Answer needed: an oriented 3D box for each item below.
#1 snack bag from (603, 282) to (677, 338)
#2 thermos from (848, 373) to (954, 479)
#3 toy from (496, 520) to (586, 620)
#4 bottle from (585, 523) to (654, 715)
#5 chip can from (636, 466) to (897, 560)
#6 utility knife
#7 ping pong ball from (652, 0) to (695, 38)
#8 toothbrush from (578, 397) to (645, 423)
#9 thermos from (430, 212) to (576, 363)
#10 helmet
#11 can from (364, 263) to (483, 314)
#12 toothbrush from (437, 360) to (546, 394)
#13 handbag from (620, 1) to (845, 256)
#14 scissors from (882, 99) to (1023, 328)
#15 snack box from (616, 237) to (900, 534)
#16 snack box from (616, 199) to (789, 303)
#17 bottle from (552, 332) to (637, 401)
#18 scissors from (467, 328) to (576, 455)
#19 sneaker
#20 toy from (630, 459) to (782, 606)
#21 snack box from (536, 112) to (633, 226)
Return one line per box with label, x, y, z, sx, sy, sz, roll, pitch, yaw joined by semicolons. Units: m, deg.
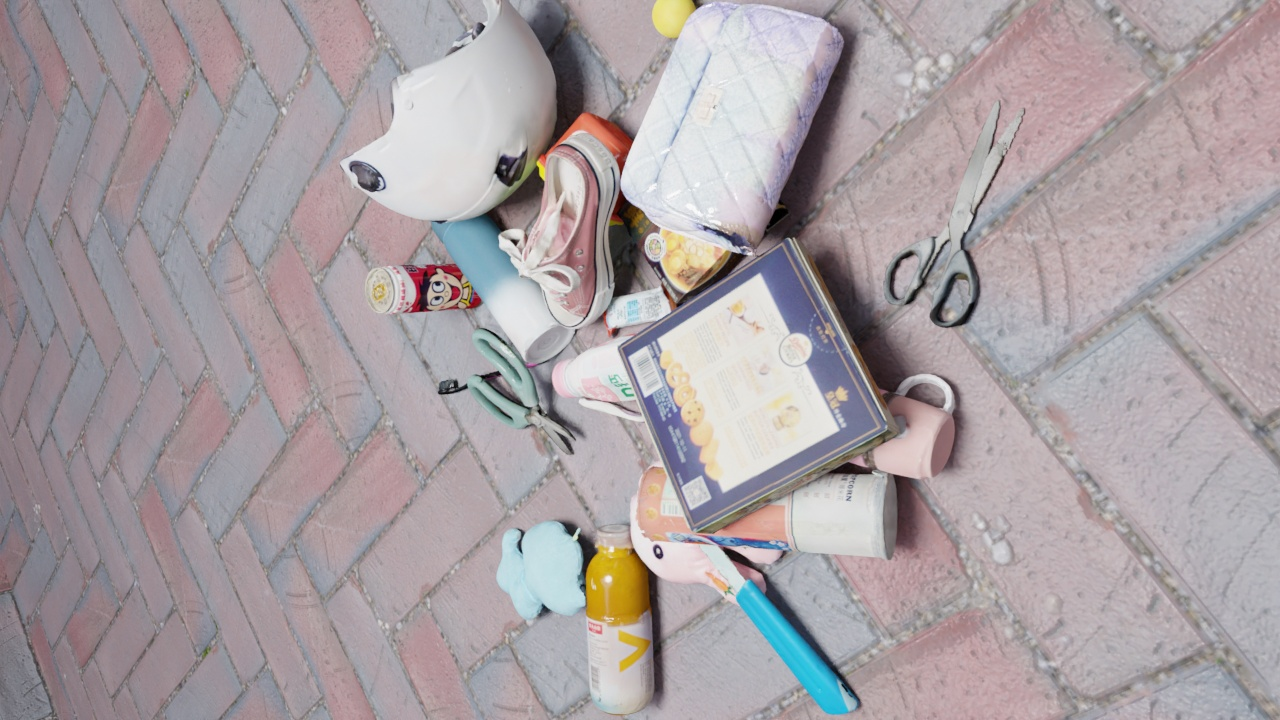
snack bag;-0.003;-0.051;0.912;0.104;0.026;0.048;-14;90;39
thermos;0.162;0.037;0.773;0.199;0.067;0.087;14;76;37
toy;-0.108;0.231;1.020;0.161;0.049;0.157;49;128;39
bottle;-0.022;0.264;0.945;0.068;0.067;0.189;2;97;38
chip can;0.106;0.128;0.790;0.215;0.071;0.071;-1;96;25
utility knife;0.119;0.238;0.835;0.204;0.018;0.034;50;126;7
ping pong ball;0.031;-0.316;0.839;0.040;0.040;0.040;6;100;38
toothbrush;0.009;0.056;0.925;0.188;0.016;0.017;13;96;37
thermos;-0.157;-0.096;1.008;0.220;0.070;0.070;52;124;22
helmet;-0.175;-0.231;0.930;0.146;0.228;0.259;39;139;-15
can;-0.239;-0.081;1.028;0.053;0.132;0.053;6;99;38
toothbrush;-0.176;0.016;1.070;0.190;0.014;0.017;-16;74;38
handbag;0.072;-0.194;0.762;0.134;0.075;0.194;22;90;25
scissors;0.254;-0.106;0.711;0.171;0.014;0.150;-32;75;34
snack box;0.089;0.022;0.750;0.183;0.045;0.177;-32;64;21
snack box;0.053;-0.135;0.846;0.126;0.053;0.113;-47;67;38
bottle;-0.005;0.005;0.896;0.197;0.068;0.068;-10;90;39
scissors;-0.141;0.046;1.022;0.175;0.019;0.176;52;147;-6
sneaker;-0.077;-0.101;0.846;0.118;0.087;0.242;43;152;18
toy;0.058;0.165;0.880;0.159;0.054;0.121;25;108;26
snack box;-0.042;-0.187;0.893;0.091;0.081;0.080;47;112;22
